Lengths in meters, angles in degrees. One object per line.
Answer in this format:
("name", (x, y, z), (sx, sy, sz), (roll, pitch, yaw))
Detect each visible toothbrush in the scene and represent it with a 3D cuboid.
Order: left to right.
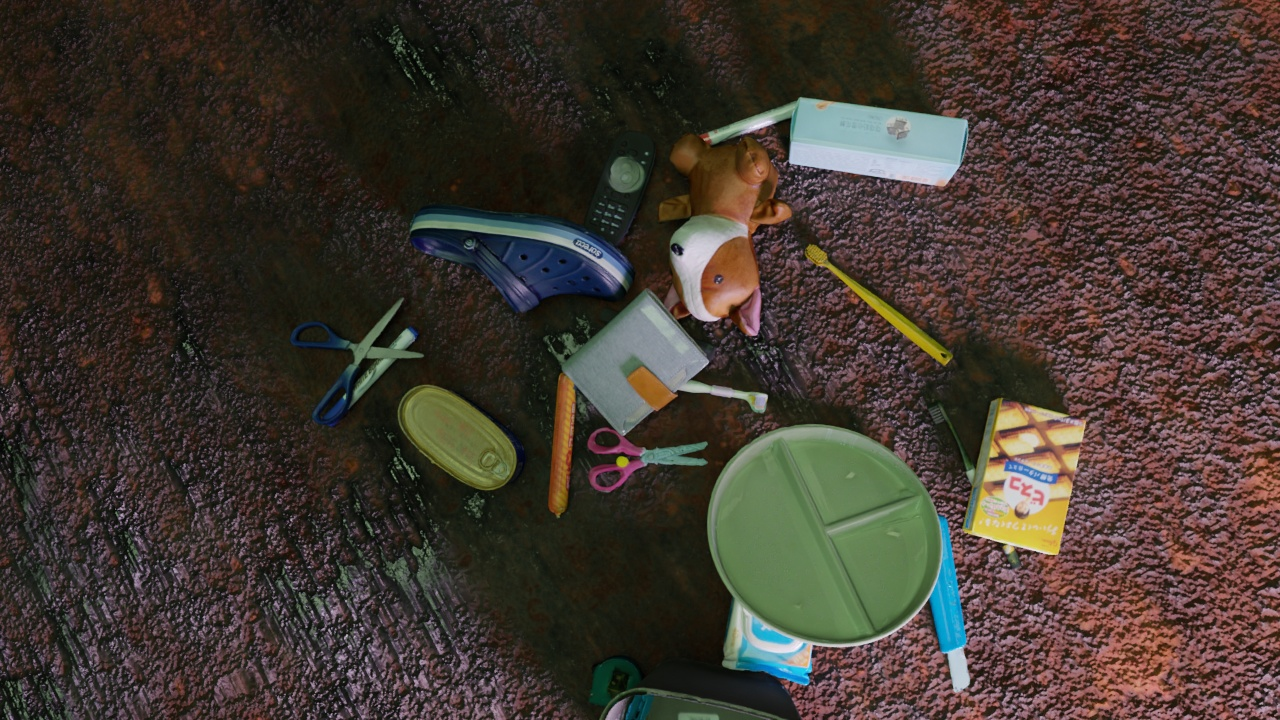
("toothbrush", (0.042, 0.027, 0.987), (0.189, 0.029, 0.020), (11, 45, 10))
("toothbrush", (0.249, -0.061, 0.965), (0.190, 0.016, 0.016), (41, 92, 9))
("toothbrush", (0.342, 0.128, 0.941), (0.017, 0.012, 0.185), (-26, 83, 11))

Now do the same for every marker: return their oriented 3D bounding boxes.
("marker", (-0.304, 0.018, 1.037), (0.017, 0.017, 0.146), (44, 92, 9))
("marker", (0.018, -0.028, 0.993), (0.132, 0.022, 0.020), (20, 81, 8))
("marker", (0.111, -0.254, 1.000), (0.145, 0.017, 0.017), (-18, 83, 6))

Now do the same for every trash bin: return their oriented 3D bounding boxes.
("trash bin", (0.060, 0.387, 0.856), (0.199, 0.219, 0.199), (10, 87, 8))

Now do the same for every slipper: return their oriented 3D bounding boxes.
("slipper", (-0.134, -0.103, 0.977), (0.253, 0.105, 0.095), (14, 80, 11))

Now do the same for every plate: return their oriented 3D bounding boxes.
("plate", (0.180, 0.170, 0.908), (0.230, 0.027, 0.229), (-1, 58, 1))

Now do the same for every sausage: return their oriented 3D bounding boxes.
("sausage", (-0.085, 0.089, 0.998), (0.021, 0.021, 0.165), (4, 87, 8))

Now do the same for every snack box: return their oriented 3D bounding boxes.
("snack box", (0.242, -0.226, 0.950), (0.175, 0.074, 0.051), (10, 86, 8))
("snack box", (0.383, 0.115, 0.918), (0.087, 0.034, 0.140), (15, 85, 3))

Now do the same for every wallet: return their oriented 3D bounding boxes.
("wallet", (-0.006, 0.006, 0.964), (0.130, 0.037, 0.106), (-41, 91, 21))

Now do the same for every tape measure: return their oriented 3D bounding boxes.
("tape measure", (-0.025, 0.341, 0.969), (0.058, 0.025, 0.054), (7, 88, 8))

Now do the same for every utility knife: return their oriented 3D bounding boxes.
("utility knife", (0.309, 0.244, 0.933), (0.034, 0.018, 0.185), (-11, 85, 22))

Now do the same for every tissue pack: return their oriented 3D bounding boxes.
("tissue pack", (0.137, 0.251, 0.934), (0.090, 0.063, 0.140), (9, 87, 7))

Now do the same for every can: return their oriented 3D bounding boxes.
("can", (-0.193, 0.084, 1.000), (0.148, 0.049, 0.074), (35, 91, 9))

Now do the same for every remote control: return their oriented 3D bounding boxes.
("remote control", (-0.023, -0.185, 1.009), (0.053, 0.024, 0.136), (21, 88, 11))

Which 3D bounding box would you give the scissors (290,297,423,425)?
("scissors", (-0.325, -0.004, 1.032), (0.176, 0.012, 0.162), (15, 82, 17))

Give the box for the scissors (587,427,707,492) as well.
("scissors", (0.007, 0.094, 0.991), (0.137, 0.017, 0.076), (-13, 75, 2))

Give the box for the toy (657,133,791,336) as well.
("toy", (0.079, -0.130, 0.946), (0.140, 0.130, 0.199), (15, 99, 40))
